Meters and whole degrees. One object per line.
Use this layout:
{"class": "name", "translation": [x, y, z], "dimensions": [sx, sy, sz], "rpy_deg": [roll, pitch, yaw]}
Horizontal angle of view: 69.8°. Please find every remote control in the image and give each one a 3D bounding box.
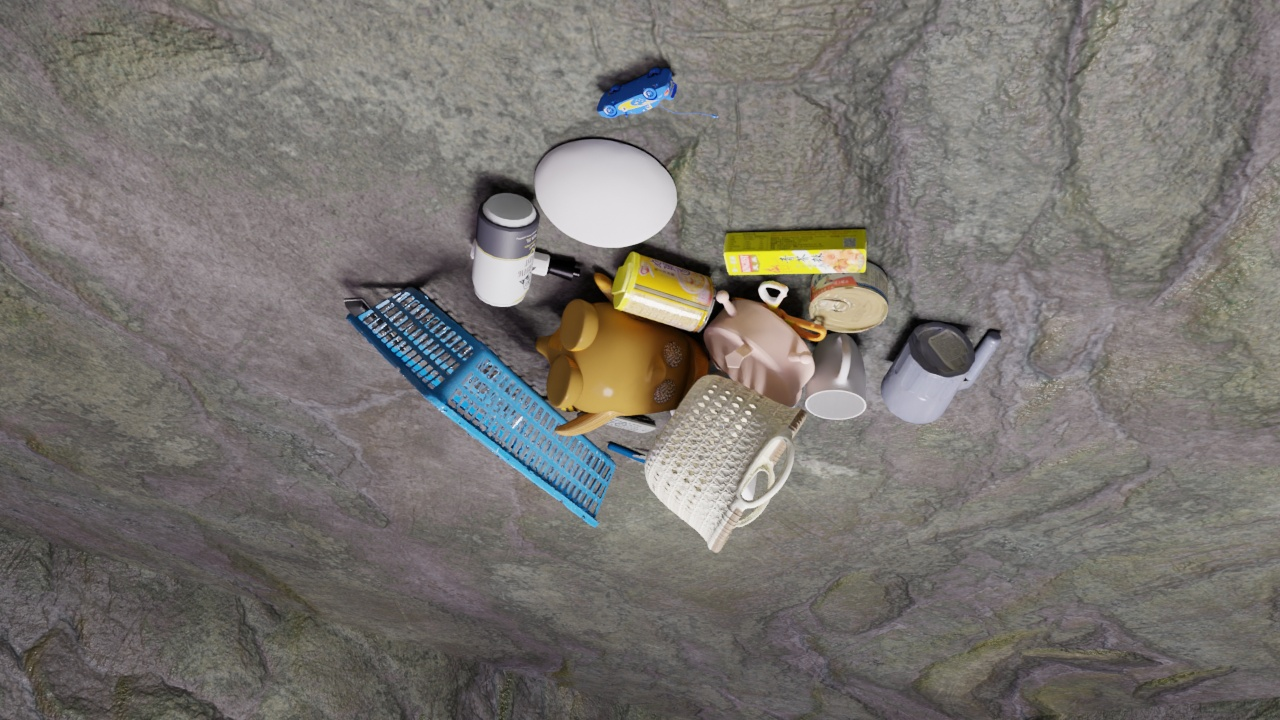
{"class": "remote control", "translation": [-0.032, 0.088, 1.345], "dimensions": [0.033, 0.013, 0.136], "rpy_deg": [-23, 153, 39]}
{"class": "remote control", "translation": [-0.360, -0.043, 1.246], "dimensions": [0.028, 0.011, 0.124], "rpy_deg": [-2, 147, 17]}

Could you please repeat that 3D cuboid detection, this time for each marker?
{"class": "marker", "translation": [-0.131, -0.115, 1.058], "dimensions": [0.126, 0.025, 0.025], "rpy_deg": [13, 149, -7]}

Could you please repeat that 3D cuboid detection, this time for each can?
{"class": "can", "translation": [0.232, -0.071, 1.021], "dimensions": [0.086, 0.043, 0.086], "rpy_deg": [6, 149, 4]}
{"class": "can", "translation": [0.026, -0.078, 1.040], "dimensions": [0.105, 0.067, 0.068], "rpy_deg": [16, 148, -14]}
{"class": "can", "translation": [-0.148, -0.115, 0.997], "dimensions": [0.064, 0.064, 0.128], "rpy_deg": [11, 133, -4]}

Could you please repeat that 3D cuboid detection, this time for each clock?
{"class": "clock", "translation": [0.132, -0.001, 1.079], "dimensions": [0.131, 0.086, 0.160], "rpy_deg": [38, 170, 16]}

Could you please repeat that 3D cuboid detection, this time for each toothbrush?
{"class": "toothbrush", "translation": [0.017, 0.167, 1.497], "dimensions": [0.167, 0.014, 0.014], "rpy_deg": [26, 144, -24]}

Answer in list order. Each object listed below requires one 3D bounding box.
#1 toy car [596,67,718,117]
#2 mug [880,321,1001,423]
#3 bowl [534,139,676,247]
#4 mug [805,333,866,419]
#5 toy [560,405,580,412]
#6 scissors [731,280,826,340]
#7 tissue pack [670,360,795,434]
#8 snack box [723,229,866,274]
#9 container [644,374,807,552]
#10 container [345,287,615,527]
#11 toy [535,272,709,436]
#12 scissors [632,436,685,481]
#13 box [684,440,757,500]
{"class": "toy car", "translation": [0.015, -0.226, 0.826], "dimensions": [0.092, 0.033, 0.062], "rpy_deg": [-13, 136, 32]}
{"class": "mug", "translation": [0.362, 0.010, 1.101], "dimensions": [0.124, 0.083, 0.104], "rpy_deg": [-12, 149, -11]}
{"class": "bowl", "translation": [-0.039, -0.159, 0.944], "dimensions": [0.149, 0.043, 0.150], "rpy_deg": [6, 149, 4]}
{"class": "mug", "translation": [0.238, 0.006, 1.102], "dimensions": [0.071, 0.089, 0.107], "rpy_deg": [6, 149, 4]}
{"class": "toy", "translation": [-0.087, 0.044, 1.291], "dimensions": [0.084, 0.046, 0.103], "rpy_deg": [-12, 160, -8]}
{"class": "scissors", "translation": [0.154, -0.058, 1.048], "dimensions": [0.125, 0.011, 0.128], "rpy_deg": [21, 155, 34]}
{"class": "tissue pack", "translation": [0.114, 0.052, 1.228], "dimensions": [0.182, 0.069, 0.112], "rpy_deg": [-3, 146, 20]}
{"class": "snack box", "translation": [0.165, -0.115, 0.979], "dimensions": [0.148, 0.028, 0.040], "rpy_deg": [0, 148, 14]}
{"class": "container", "translation": [0.098, 0.120, 1.084], "dimensions": [0.143, 0.184, 0.246], "rpy_deg": [33, 168, 11]}
{"class": "container", "translation": [-0.187, 0.054, 1.194], "dimensions": [0.257, 0.089, 0.362], "rpy_deg": [35, 171, 43]}
{"class": "toy", "translation": [-0.007, 0.006, 1.114], "dimensions": [0.203, 0.199, 0.163], "rpy_deg": [10, -171, -29]}
{"class": "scissors", "translation": [0.074, 0.164, 1.472], "dimensions": [0.174, 0.014, 0.142], "rpy_deg": [-2, 139, 6]}
{"class": "box", "translation": [0.095, 0.131, 1.333], "dimensions": [0.126, 0.108, 0.137], "rpy_deg": [-2, 144, 21]}
